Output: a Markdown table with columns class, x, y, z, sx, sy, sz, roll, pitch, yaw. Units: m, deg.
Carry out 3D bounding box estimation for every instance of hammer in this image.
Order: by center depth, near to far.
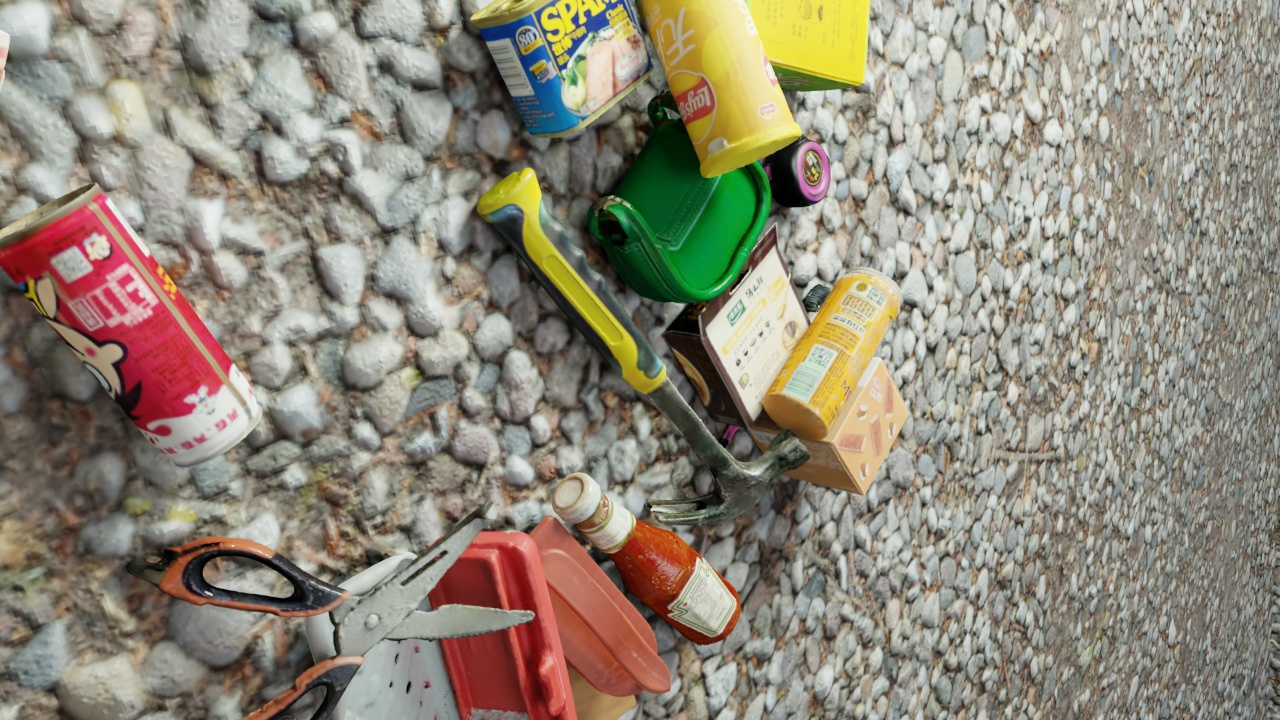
| class | x | y | z | sx | sy | sz | roll | pitch | yaw |
| --- | --- | --- | --- | --- | --- | --- | --- | --- | --- |
| hammer | -0.004 | 0.004 | 0.656 | 0.126 | 0.032 | 0.323 | -39 | 119 | 1 |

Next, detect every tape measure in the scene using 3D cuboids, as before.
| class | x | y | z | sx | sy | sz | roll | pitch | yaw |
| --- | --- | --- | --- | --- | --- | --- | --- | --- | --- |
| tape measure | 0.132 | -0.159 | 0.777 | 0.057 | 0.039 | 0.057 | 21 | 77 | -43 |

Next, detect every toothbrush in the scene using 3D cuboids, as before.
| class | x | y | z | sx | sy | sz | roll | pitch | yaw |
| --- | --- | --- | --- | --- | --- | --- | --- | --- | --- |
| toothbrush | 0.118 | 0.004 | 0.805 | 0.188 | 0.018 | 0.014 | -56 | 131 | -20 |

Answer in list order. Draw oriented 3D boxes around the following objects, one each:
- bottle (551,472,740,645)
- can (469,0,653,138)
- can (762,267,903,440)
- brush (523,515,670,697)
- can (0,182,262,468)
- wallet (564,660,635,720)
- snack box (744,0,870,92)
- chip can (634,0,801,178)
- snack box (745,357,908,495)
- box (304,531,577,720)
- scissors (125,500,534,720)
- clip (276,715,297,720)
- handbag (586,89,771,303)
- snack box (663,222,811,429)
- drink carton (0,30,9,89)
| class | x | y | z | sx | sy | sz | roll | pitch | yaw |
| --- | --- | --- | --- | --- | --- | --- | --- | --- | --- |
| bottle | 0.006 | 0.149 | 0.687 | 0.206 | 0.060 | 0.059 | 48 | 64 | -38 |
| can | -0.046 | -0.203 | 0.590 | 0.101 | 0.057 | 0.083 | -45 | 126 | -29 |
| can | 0.159 | -0.007 | 0.751 | 0.145 | 0.058 | 0.058 | -54 | 128 | -23 |
| brush | -0.035 | 0.178 | 0.630 | 0.063 | 0.069 | 0.146 | -48 | 112 | -26 |
| can | -0.240 | -0.013 | 0.437 | 0.053 | 0.053 | 0.133 | -44 | 124 | -30 |
| wallet | -0.060 | 0.243 | 0.673 | 0.115 | 0.020 | 0.101 | -30 | 114 | -34 |
| snack box | 0.108 | -0.324 | 0.707 | 0.157 | 0.070 | 0.210 | -5 | 100 | -43 |
| chip can | 0.035 | -0.233 | 0.608 | 0.071 | 0.072 | 0.213 | -25 | 93 | -39 |
| snack box | 0.164 | 0.051 | 0.801 | 0.094 | 0.093 | 0.077 | -55 | 129 | -23 |
| box | -0.118 | 0.211 | 0.584 | 0.154 | 0.074 | 0.201 | -14 | 109 | -13 |
| scissors | -0.171 | 0.154 | 0.511 | 0.225 | 0.015 | 0.189 | 16 | 94 | -21 |
| clip | -0.201 | 0.234 | 0.537 | 0.026 | 0.043 | 0.058 | -24 | 105 | -36 |
| handbag | 0.027 | -0.112 | 0.664 | 0.120 | 0.068 | 0.131 | 43 | 67 | -38 |
| snack box | 0.083 | -0.028 | 0.740 | 0.113 | 0.053 | 0.126 | -50 | 127 | -27 |
| drink carton | -0.298 | -0.081 | 0.373 | 0.045 | 0.054 | 0.122 | 16 | 86 | -44 |
